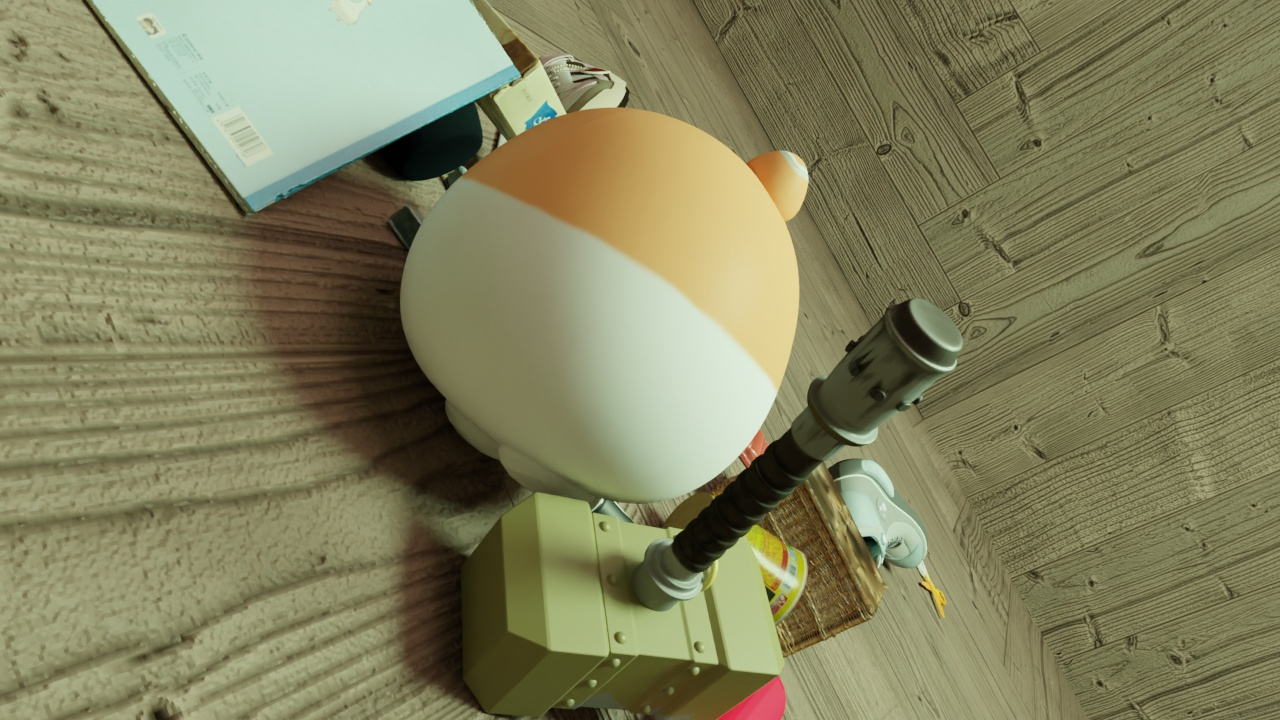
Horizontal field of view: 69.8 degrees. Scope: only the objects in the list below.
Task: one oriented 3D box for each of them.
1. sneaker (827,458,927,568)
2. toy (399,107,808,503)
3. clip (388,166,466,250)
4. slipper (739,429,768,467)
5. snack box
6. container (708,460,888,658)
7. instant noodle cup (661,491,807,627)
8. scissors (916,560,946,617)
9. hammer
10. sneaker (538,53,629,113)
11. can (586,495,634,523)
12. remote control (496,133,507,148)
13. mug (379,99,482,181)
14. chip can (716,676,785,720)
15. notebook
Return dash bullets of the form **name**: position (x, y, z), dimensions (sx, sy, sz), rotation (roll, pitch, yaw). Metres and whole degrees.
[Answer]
- **sneaker**: position (0.357, 0.272, 1.363), dimensions (0.256, 0.093, 0.160), rotation (49, 32, -30)
- **toy**: position (-0.016, -0.042, 0.634), dimensions (0.263, 0.280, 0.265), rotation (29, -9, 42)
- **clip**: position (-0.145, -0.113, 0.793), dimensions (0.168, 0.031, 0.164), rotation (41, 29, -41)
- **slipper**: position (0.107, 0.027, 1.140), dimensions (0.249, 0.059, 0.103), rotation (56, 21, -13)
- **snack box**: position (-0.139, -0.271, 0.852), dimensions (0.207, 0.055, 0.153), rotation (52, -2, 26)
- **container**: position (0.165, 0.196, 0.972), dimensions (0.198, 0.113, 0.113), rotation (64, 21, 7)
- **instant noodle cup**: position (0.078, 0.178, 0.836), dimensions (0.112, 0.101, 0.100), rotation (43, 25, -17)
- **scissors**: position (0.520, 0.404, 1.648), dimensions (0.125, 0.011, 0.131), rotation (33, 32, -53)
- **hammer**: position (0.049, 0.085, 0.503), dimensions (0.190, 0.326, 0.100), rotation (16, 43, -27)
- **sneaker**: position (-0.086, -0.313, 1.099), dimensions (0.116, 0.112, 0.293), rotation (33, 25, -12)
- **can**: position (-0.018, 0.141, 0.740), dimensions (0.080, 0.032, 0.031), rotation (51, 23, -21)
- **remote control**: position (-0.129, -0.223, 0.970), dimensions (0.045, 0.008, 0.146), rotation (13, 37, -12)
- **mug**: position (-0.168, -0.214, 0.742), dimensions (0.094, 0.122, 0.085), rotation (63, 26, 5)
- **chip can**: position (0.044, 0.274, 0.652), dimensions (0.069, 0.069, 0.220), rotation (64, 21, 10)
- **notebook**: position (-0.218, -0.228, 0.629), dimensions (0.252, 0.009, 0.181), rotation (-41, 101, -38)
